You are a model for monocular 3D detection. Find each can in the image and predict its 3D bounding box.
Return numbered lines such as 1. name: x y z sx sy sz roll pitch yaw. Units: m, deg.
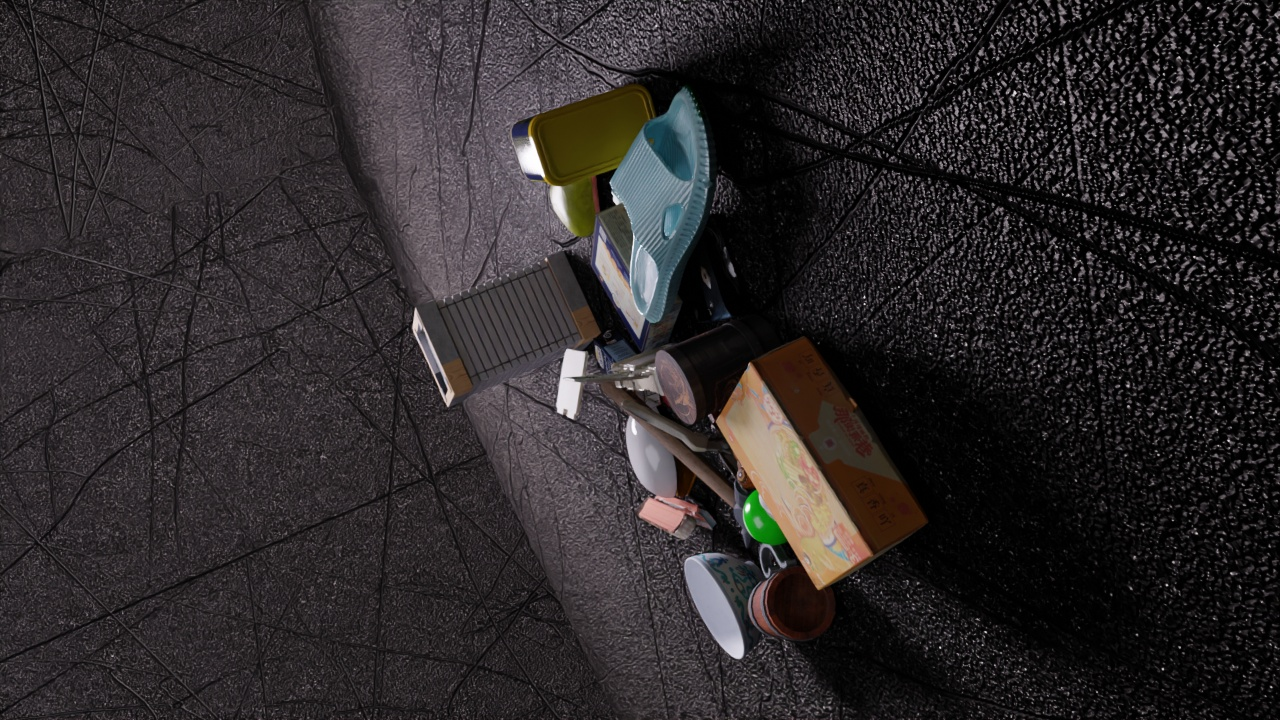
1. can: -0.062 -0.240 0.982 0.104 0.135 0.075 29 139 65

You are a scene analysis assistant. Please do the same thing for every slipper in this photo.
1. slipper: 0.014 -0.143 0.923 0.277 0.069 0.116 106 148 -48

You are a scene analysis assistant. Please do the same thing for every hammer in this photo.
1. hammer: 0.050 0.112 1.190 0.322 0.040 0.129 41 154 36

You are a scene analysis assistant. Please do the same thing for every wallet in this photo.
1. wallet: 0.068 -0.096 0.963 0.089 0.026 0.115 -4 106 71

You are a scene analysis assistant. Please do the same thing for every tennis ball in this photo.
1. tennis ball: 0.146 0.171 1.013 0.065 0.065 0.065 54 158 33

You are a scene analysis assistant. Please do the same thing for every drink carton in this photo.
1. drink carton: -0.021 0.015 1.325 0.130 0.040 0.064 47 153 45

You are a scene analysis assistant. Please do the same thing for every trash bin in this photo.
1. trash bin: -0.217 -0.048 1.460 0.142 0.246 0.143 65 162 3

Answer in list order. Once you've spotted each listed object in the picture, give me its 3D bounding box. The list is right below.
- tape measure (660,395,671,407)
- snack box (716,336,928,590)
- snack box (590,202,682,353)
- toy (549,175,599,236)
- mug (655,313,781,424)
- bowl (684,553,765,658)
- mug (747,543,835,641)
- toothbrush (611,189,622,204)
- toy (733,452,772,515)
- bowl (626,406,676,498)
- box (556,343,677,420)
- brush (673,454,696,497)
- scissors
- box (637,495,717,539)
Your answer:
1. tape measure: 0.035 0.035 1.228 0.051 0.019 0.059 67 169 -8
2. snack box: 0.165 0.094 0.844 0.195 0.080 0.145 59 161 19
3. snack box: -0.009 -0.097 1.125 0.144 0.042 0.145 60 167 13
4. toy: -0.084 -0.218 1.199 0.090 0.051 0.110 54 156 26
5. mug: 0.079 0.015 0.942 0.080 0.107 0.116 59 160 21
6. bowl: 0.128 0.312 1.220 0.144 0.074 0.144 54 158 33
7. mug: 0.167 0.268 1.072 0.111 0.081 0.117 113 148 -70
8. toothbrush: 0.012 -0.150 1.072 0.180 0.016 0.017 52 155 38
9. toy: 0.144 0.123 0.943 0.112 0.087 0.067 43 124 32
10. bowl: 0.008 0.133 1.341 0.150 0.043 0.149 166 90 -76
11. box: -0.007 0.005 1.057 0.144 0.180 0.080 2 110 64
12. brush: 0.057 0.174 1.338 0.048 0.017 0.127 58 160 23
13. scissors: 0.066 0.077 1.067 0.198 0.179 0.015 -94 14 -50
14. box: 0.050 0.232 1.358 0.187 0.067 0.056 177 108 -72
